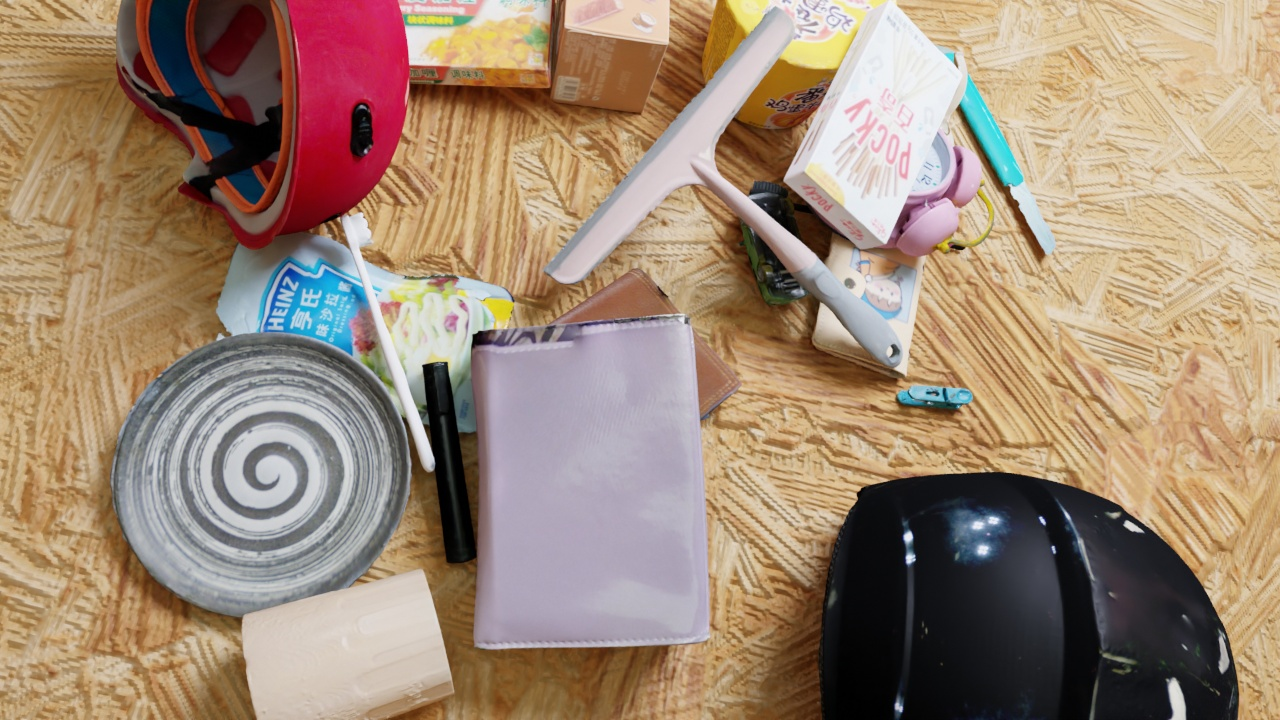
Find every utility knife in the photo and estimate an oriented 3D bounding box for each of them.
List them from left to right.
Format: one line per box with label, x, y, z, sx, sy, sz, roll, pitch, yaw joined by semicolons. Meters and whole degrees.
utility knife;0.305;-0.186;0.795;0.029;0.013;0.216;-17;75;-19

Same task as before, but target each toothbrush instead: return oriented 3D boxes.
toothbrush;-0.162;-0.013;0.598;0.016;0.016;0.180;-18;82;-15
toothbrush;0.178;-0.117;0.746;0.189;0.014;0.017;13;58;-9

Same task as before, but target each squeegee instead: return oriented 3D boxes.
squeegee;0.107;-0.075;0.651;0.249;0.040;0.247;41;88;-14

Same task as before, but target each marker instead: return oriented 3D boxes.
marker;-0.124;0.066;0.598;0.020;0.022;0.132;-8;91;-30

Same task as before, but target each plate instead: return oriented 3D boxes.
plate;-0.236;0.070;0.581;0.179;0.024;0.179;1;82;-9

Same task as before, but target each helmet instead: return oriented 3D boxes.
helmet;-0.222;-0.191;0.588;0.143;0.208;0.240;-20;68;-43
helmet;0.234;0.186;0.559;0.274;0.231;0.233;19;70;-27

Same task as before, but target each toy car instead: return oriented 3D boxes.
toy car;0.102;-0.086;0.706;0.043;0.036;0.091;-10;76;-14

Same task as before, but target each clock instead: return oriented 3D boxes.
clock;0.204;-0.141;0.721;0.158;0.060;0.117;35;57;5

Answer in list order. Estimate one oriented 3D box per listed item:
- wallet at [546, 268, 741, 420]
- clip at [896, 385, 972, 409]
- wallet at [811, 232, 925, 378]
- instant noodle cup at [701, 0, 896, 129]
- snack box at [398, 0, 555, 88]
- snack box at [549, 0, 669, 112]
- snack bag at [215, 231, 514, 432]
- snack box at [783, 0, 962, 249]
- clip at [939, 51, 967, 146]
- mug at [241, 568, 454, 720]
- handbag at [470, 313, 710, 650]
wallet;-0.004;0.004;0.659;0.101;0.032;0.124;-38;83;-18
clip;0.227;0.028;0.707;0.056;0.043;0.014;6;72;-14
wallet;0.177;-0.051;0.721;0.087;0.024;0.115;20;71;-11
instant noodle cup;0.115;-0.257;0.724;0.138;0.110;0.138;3;72;-11
snack box;-0.144;-0.247;0.694;0.156;0.027;0.077;2;72;0
snack box;-0.024;-0.259;0.703;0.077;0.093;0.094;5;72;-11
snack bag;-0.189;-0.022;0.623;0.191;0.039;0.110;15;82;-7
snack box;0.167;-0.166;0.648;0.084;0.027;0.156;35;72;-23
clip;0.247;-0.212;0.787;0.035;0.092;0.103;-5;109;-15
mug;-0.167;0.194;0.543;0.103;0.084;0.125;-14;100;-18
handbag;-0.032;0.077;0.580;0.145;0.098;0.197;-2;84;-3
